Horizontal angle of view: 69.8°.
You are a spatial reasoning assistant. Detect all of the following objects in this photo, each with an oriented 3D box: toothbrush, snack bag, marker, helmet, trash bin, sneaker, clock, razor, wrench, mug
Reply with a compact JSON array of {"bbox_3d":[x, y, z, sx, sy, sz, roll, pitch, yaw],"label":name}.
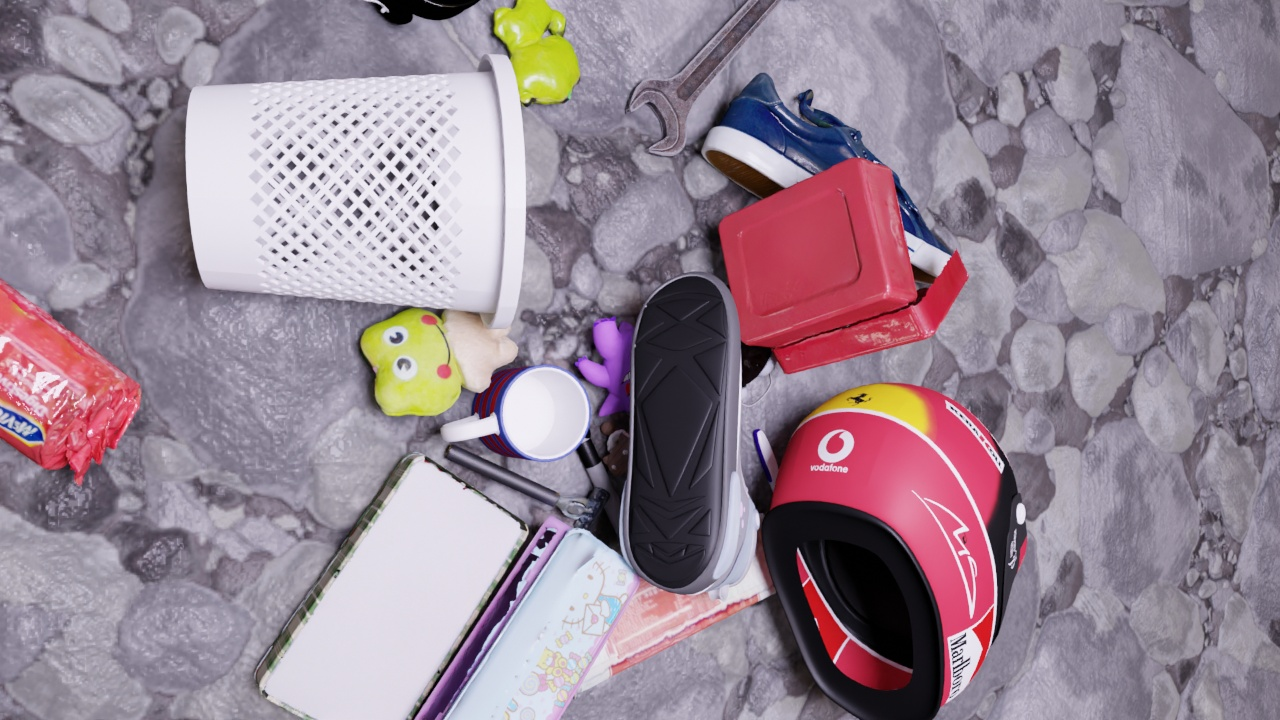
[{"bbox_3d":[0.140,0.153,0.879,0.015,0.016,0.186,-21,97,-26],"label":"toothbrush"},{"bbox_3d":[-0.405,-0.004,0.582,0.176,0.082,0.082,44,70,-19],"label":"snack bag"},{"bbox_3d":[-0.033,0.107,0.795,0.016,0.016,0.140,-28,100,-25],"label":"marker"},{"bbox_3d":[0.234,0.149,0.820,0.224,0.198,0.271,-34,112,-41],"label":"helmet"},{"bbox_3d":[-0.196,-0.117,0.641,0.199,0.196,0.195,-2,88,-17],"label":"trash bin"},{"bbox_3d":[0.057,0.066,0.763,0.160,0.093,0.256,34,57,-61],"label":"sneaker"},{"bbox_3d":[-0.175,-0.316,0.729,0.120,0.043,0.091,-17,95,-26],"label":"clock"},{"bbox_3d":[0.078,-0.012,0.845,0.094,0.035,0.122,-44,107,-21],"label":"clock"},{"bbox_3d":[0.204,-0.175,0.878,0.294,0.121,0.127,31,87,-19],"label":"sneaker"},{"bbox_3d":[-0.094,0.103,0.758,0.144,0.022,0.043,26,97,-20],"label":"razor"},{"bbox_3d":[0.025,0.209,0.806,0.224,0.041,0.077,-19,95,-24],"label":"snack bag"},{"bbox_3d":[0.081,-0.299,0.866,0.070,0.010,0.272,46,72,-20],"label":"wrench"},{"bbox_3d":[-0.105,0.046,0.728,0.111,0.076,0.075,-13,93,-26],"label":"mug"}]

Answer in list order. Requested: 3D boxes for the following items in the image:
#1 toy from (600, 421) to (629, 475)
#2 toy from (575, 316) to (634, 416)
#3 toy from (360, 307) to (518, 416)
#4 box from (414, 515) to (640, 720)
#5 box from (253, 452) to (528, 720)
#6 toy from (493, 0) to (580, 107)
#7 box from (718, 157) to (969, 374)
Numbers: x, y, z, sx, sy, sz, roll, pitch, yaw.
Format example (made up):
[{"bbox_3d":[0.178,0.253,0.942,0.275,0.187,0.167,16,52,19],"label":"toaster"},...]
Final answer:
[{"bbox_3d":[0.011,0.087,0.799,0.101,0.054,0.042,27,114,-17],"label":"toy"},{"bbox_3d":[-0.005,0.005,0.793,0.106,0.056,0.088,-7,94,-14],"label":"toy"},{"bbox_3d":[-0.153,-0.005,0.712,0.117,0.043,0.092,-15,64,-19],"label":"toy"},{"bbox_3d":[-0.089,0.232,0.703,0.093,0.090,0.213,32,71,3],"label":"box"},{"bbox_3d":[-0.186,0.181,0.699,0.117,0.050,0.205,36,73,-18],"label":"box"},{"bbox_3d":[-0.087,-0.260,0.775,0.093,0.036,0.094,46,63,-12],"label":"toy"},{"bbox_3d":[0.164,-0.084,0.794,0.165,0.158,0.151,57,43,-17],"label":"box"}]
